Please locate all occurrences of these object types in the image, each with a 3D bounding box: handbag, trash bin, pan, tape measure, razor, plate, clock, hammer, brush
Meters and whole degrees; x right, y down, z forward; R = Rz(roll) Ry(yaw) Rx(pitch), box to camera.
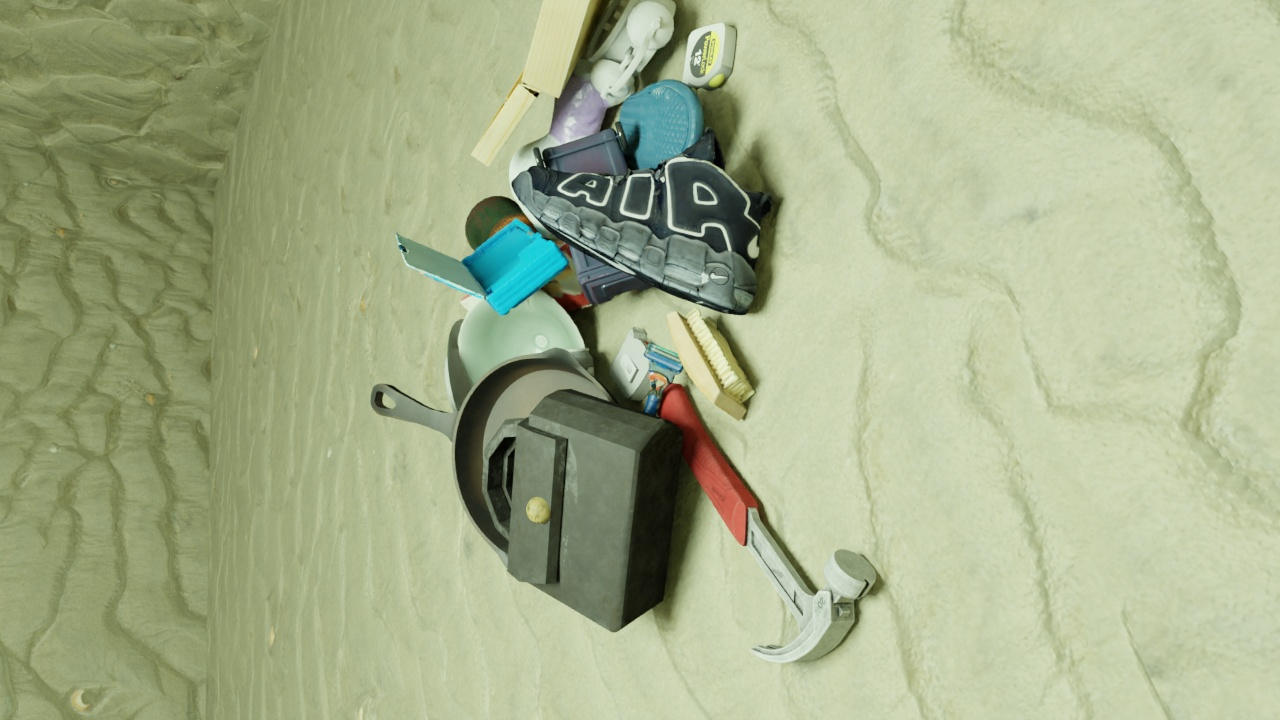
[{"bbox_3d":[-0.075,0.128,0.878,0.200,0.102,0.197,15,108,32],"label":"handbag"},{"bbox_3d":[-0.039,-0.147,0.945,0.092,0.094,0.160,70,-177,-76],"label":"trash bin"},{"bbox_3d":[-0.154,0.089,1.010,0.356,0.043,0.249,18,101,26],"label":"pan"},{"bbox_3d":[-0.006,0.006,0.967,0.060,0.020,0.062,-62,39,25],"label":"tape measure"},{"bbox_3d":[0.006,0.053,0.893,0.044,0.018,0.141,24,105,22],"label":"razor"},{"bbox_3d":[-0.213,0.034,1.150,0.019,0.173,0.172,-12,67,10],"label":"plate"},{"bbox_3d":[-0.013,-0.349,0.986,0.120,0.061,0.158,-44,27,39],"label":"clock"},{"bbox_3d":[0.080,0.125,0.810,0.315,0.036,0.126,55,129,46],"label":"hammer"},{"bbox_3d":[0.065,0.000,0.846,0.039,0.049,0.117,-37,49,16],"label":"brush"},{"bbox_3d":[0.069,-0.307,0.934,0.065,0.016,0.064,6,88,55],"label":"tape measure"}]

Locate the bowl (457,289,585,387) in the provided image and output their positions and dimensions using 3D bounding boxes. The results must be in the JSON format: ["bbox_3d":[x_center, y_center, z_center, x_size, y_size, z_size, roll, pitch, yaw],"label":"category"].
[{"bbox_3d":[-0.126,-0.014,1.095,0.174,0.067,0.174,8,112,19],"label":"bowl"}]

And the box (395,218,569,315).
[{"bbox_3d":[-0.180,-0.102,1.013,0.243,0.166,0.075,-139,43,-68],"label":"box"}]

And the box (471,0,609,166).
[{"bbox_3d":[-0.091,-0.376,1.040,0.258,0.076,0.246,-42,21,45],"label":"box"}]

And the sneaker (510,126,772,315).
[{"bbox_3d":[0.011,-0.154,0.840,0.151,0.252,0.097,-64,-9,0],"label":"sneaker"}]

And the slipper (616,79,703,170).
[{"bbox_3d":[0.022,-0.233,0.952,0.214,0.059,0.104,-144,60,-67],"label":"slipper"}]

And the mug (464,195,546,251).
[{"bbox_3d":[-0.164,-0.172,1.190,0.111,0.085,0.081,-48,41,-2],"label":"mug"}]

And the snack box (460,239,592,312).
[{"bbox_3d":[-0.128,-0.084,1.111,0.274,0.076,0.044,-14,36,53],"label":"snack box"}]

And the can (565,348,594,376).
[{"bbox_3d":[-0.071,0.041,1.016,0.044,0.043,0.106,-5,90,55],"label":"can"}]

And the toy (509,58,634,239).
[{"bbox_3d":[-0.091,-0.255,1.097,0.137,0.085,0.209,46,114,48],"label":"toy"}]
